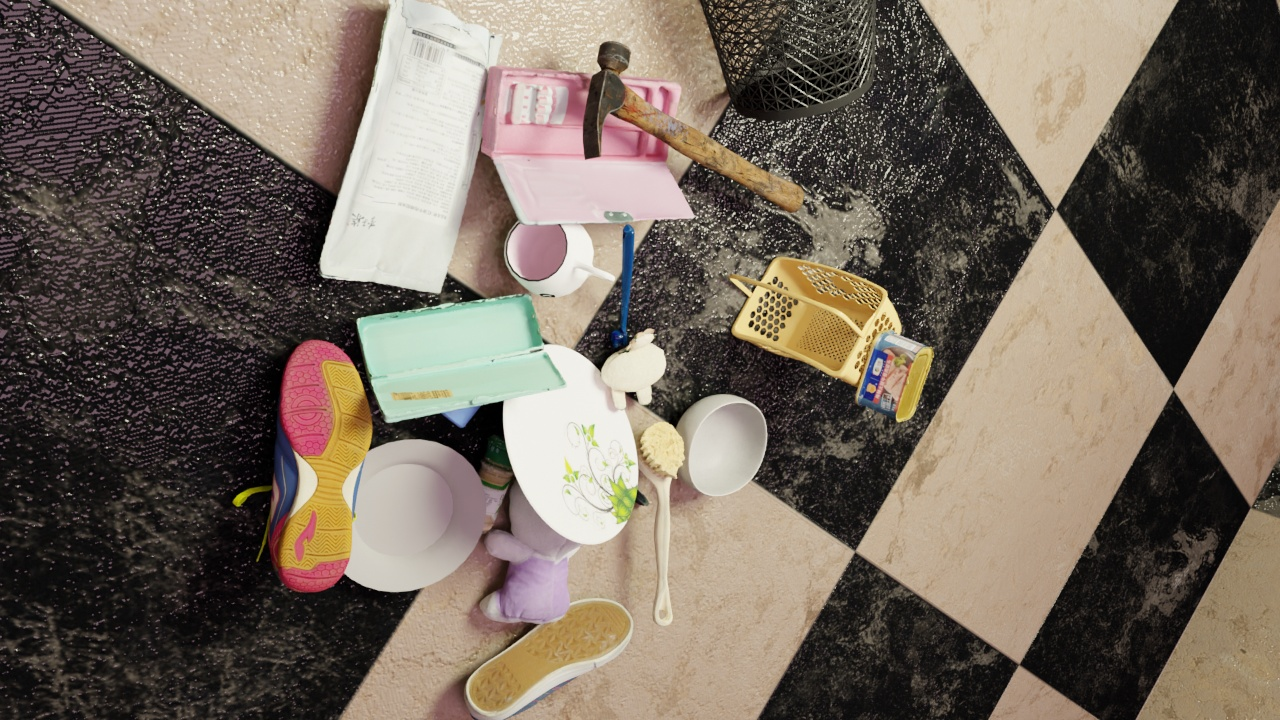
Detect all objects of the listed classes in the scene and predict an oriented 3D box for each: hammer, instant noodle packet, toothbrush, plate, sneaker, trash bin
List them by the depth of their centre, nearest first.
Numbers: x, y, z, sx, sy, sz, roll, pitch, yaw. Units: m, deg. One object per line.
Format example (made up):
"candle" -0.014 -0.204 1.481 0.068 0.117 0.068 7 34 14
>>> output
"instant noodle packet" -0.220 -0.202 0.893 0.146 0.057 0.269 6 105 -49
"sneaker" -0.330 0.102 0.899 0.116 0.091 0.241 6 80 -27
"plate" -0.255 0.166 0.993 0.172 0.019 0.173 -6 105 -23
"trash bin" 0.160 -0.410 0.997 0.216 0.217 0.243 -33 127 -22
"hammer" 0.071 -0.225 1.018 0.329 0.033 0.120 18 81 -40
"plate" -0.083 0.095 1.035 0.229 0.030 0.229 33 47 -44
"toothbrush" -0.020 -0.078 1.037 0.017 0.016 0.190 -21 146 -20
"toothbrush" -0.041 0.126 1.143 0.014 0.017 0.188 -52 126 -21
"sneaker" -0.116 0.377 1.147 0.234 0.087 0.079 -23 151 -31

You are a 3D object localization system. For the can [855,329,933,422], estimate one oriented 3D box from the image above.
"can" 0.307 0.019 1.110 0.053 0.059 0.100 -8 117 -48

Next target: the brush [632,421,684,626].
"brush" 0.025 0.209 1.158 0.062 0.077 0.272 -7 101 -20

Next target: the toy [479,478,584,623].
"toy" -0.112 0.217 1.083 0.137 0.085 0.209 8 105 -35

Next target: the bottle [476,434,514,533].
"bottle" -0.170 0.141 1.041 0.042 0.043 0.110 18 95 -37

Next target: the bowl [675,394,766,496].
"bowl" 0.096 0.106 1.199 0.131 0.064 0.132 -11 111 -32

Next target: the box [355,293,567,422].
"box" -0.182 -0.001 0.932 0.186 0.138 0.056 -10 151 -23

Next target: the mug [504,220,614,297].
"mug" -0.081 -0.107 0.976 0.090 0.124 0.076 -68 161 2

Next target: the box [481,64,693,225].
"box" -0.055 -0.223 0.977 0.232 0.075 0.172 -7 91 -38

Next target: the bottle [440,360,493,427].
"bottle" -0.171 0.008 0.993 0.131 0.048 0.048 -52 126 -9

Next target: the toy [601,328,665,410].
"toy" -0.007 0.006 1.105 0.087 0.050 0.112 -15 119 -32

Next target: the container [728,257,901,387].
"container" 0.215 -0.057 1.154 0.167 0.183 0.129 32 86 -45
